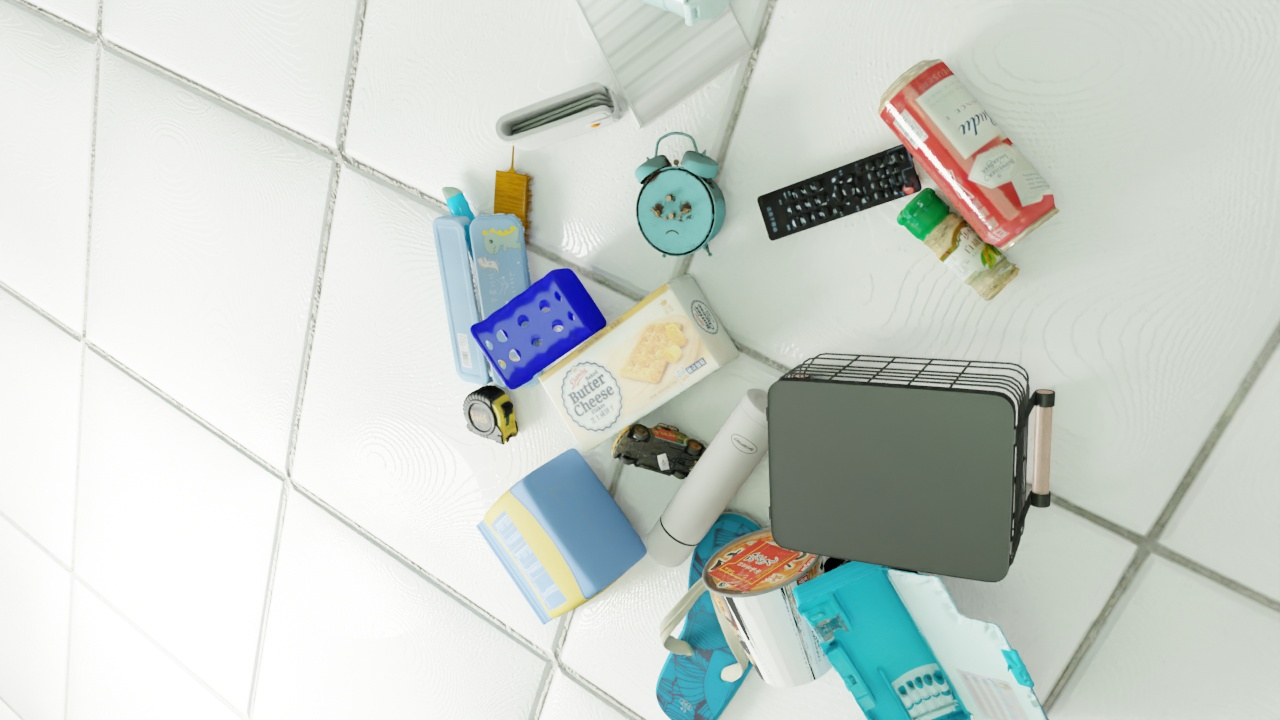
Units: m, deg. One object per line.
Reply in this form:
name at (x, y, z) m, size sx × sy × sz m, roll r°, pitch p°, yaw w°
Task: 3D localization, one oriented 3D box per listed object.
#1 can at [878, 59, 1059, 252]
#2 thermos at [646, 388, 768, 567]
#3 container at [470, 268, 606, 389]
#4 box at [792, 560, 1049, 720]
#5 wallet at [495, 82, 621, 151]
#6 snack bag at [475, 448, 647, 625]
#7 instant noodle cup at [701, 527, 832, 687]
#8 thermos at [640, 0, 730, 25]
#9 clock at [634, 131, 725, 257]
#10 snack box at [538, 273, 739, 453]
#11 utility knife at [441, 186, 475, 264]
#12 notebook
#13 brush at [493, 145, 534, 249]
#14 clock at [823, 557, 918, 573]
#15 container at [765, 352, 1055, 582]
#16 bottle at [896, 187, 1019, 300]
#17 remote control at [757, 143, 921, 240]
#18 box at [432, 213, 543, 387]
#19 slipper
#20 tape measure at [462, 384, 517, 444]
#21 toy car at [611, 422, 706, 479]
can at (0.276, -0.174, 0.778) m, size 0.067 × 0.067 × 0.170 m, roll -41°, pitch 81°, yaw 31°
thermos at (0.077, 0.130, 0.975) m, size 0.052 × 0.052 × 0.225 m, roll 39°, pitch 116°, yaw 15°
container at (-0.109, -0.037, 1.009) m, size 0.114 × 0.085 × 0.084 m, roll -34°, pitch 91°, yaw 15°
box at (0.266, 0.273, 0.856) m, size 0.182 × 0.071 × 0.227 m, roll -17°, pitch 119°, yaw 30°
wallet at (-0.079, -0.248, 0.950) m, size 0.118 × 0.115 × 0.037 m, roll -16°, pitch 95°, yaw 10°
snack bag at (-0.111, 0.222, 1.093) m, size 0.159 × 0.102 × 0.206 m, roll 54°, pitch 134°, yaw 7°
instant noodle cup at (0.140, 0.251, 0.924) m, size 0.124 × 0.123 × 0.122 m, roll -12°, pitch 107°, yaw 31°
thermos at (-0.008, -0.384, 0.876) m, size 0.207 × 0.065 × 0.077 m, roll 29°, pitch 72°, yaw 20°
clock at (0.041, -0.166, 0.924) m, size 0.090 × 0.053 × 0.124 m, roll 3°, pitch 104°, yaw 28°
snack box at (-0.006, 0.006, 0.993) m, size 0.208 × 0.057 × 0.104 m, roll -34°, pitch 85°, yaw 31°
utility knife at (-0.192, -0.127, 1.089) m, size 0.031 × 0.015 × 0.175 m, roll -18°, pitch 95°, yaw 33°
notebook at (0.006, -0.361, 0.918) m, size 0.143 × 0.009 × 0.209 m, roll -28°, pitch 88°, yaw 32°
brush at (-0.143, -0.194, 1.041) m, size 0.048 × 0.017 × 0.126 m, roll 15°, pitch 110°, yaw 26°
clock at (0.234, 0.228, 0.923) m, size 0.091 × 0.042 × 0.121 m, roll -11°, pitch 97°, yaw 31°
container at (0.236, 0.086, 0.832) m, size 0.242 × 0.130 × 0.163 m, roll 4°, pitch 105°, yaw 29°
bottle at (0.279, -0.102, 0.810) m, size 0.111 × 0.043 × 0.043 m, roll 46°, pitch 120°, yaw 11°
remote control at (0.186, -0.157, 0.863) m, size 0.151 × 0.022 × 0.047 m, roll -15°, pitch 94°, yaw 30°
box at (-0.182, -0.068, 1.076) m, size 0.128 × 0.034 × 0.209 m, roll 5°, pitch 113°, yaw 28°
slipper at (0.080, 0.308, 1.024) m, size 0.118 × 0.060 × 0.295 m, roll 25°, pitch 114°, yaw 18°
tape measure at (-0.185, 0.062, 1.123) m, size 0.067 × 0.038 × 0.063 m, roll 13°, pitch 117°, yaw 29°
toy car at (0.022, 0.094, 1.000) m, size 0.112 × 0.047 × 0.047 m, roll 17°, pitch 117°, yaw -18°
